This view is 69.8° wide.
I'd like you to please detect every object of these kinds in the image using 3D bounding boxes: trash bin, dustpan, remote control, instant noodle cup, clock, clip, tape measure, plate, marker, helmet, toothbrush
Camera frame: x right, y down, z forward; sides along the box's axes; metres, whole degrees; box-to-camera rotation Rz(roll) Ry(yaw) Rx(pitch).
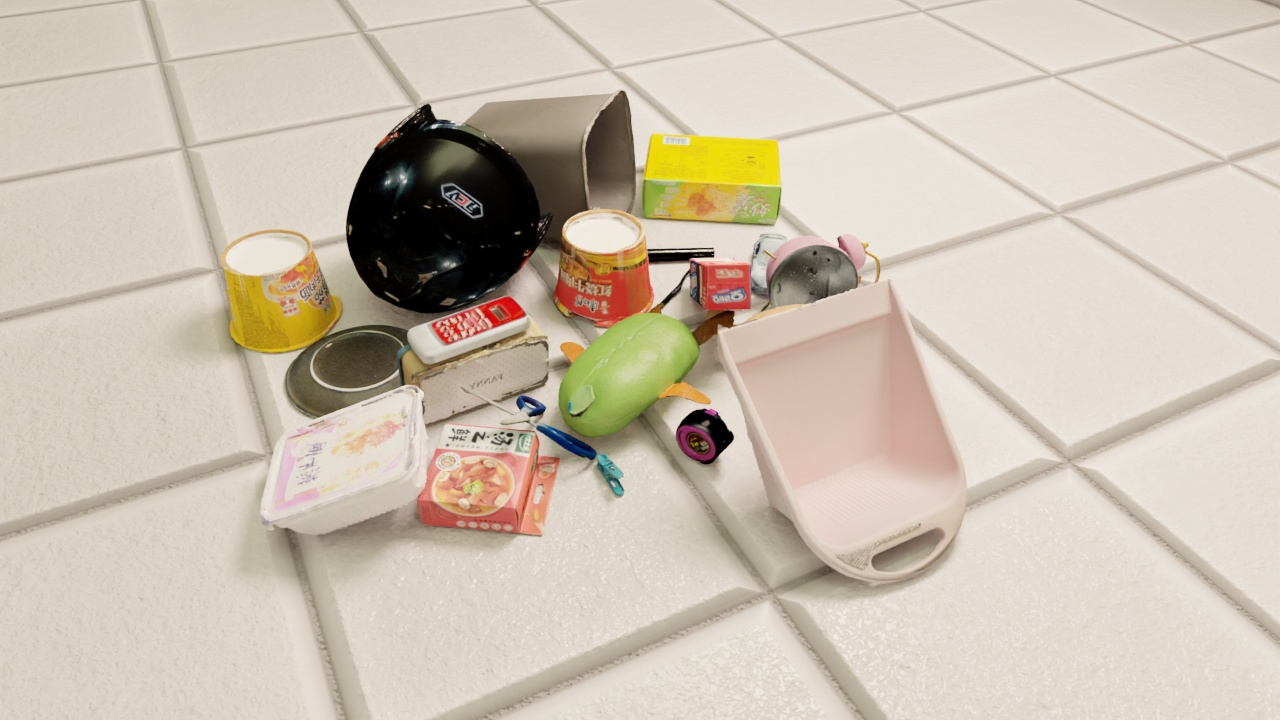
[{"bbox_3d":[-0.138,-0.283,1.350,0.220,0.199,0.198,6,38,17],"label":"trash bin"},{"bbox_3d":[0.224,0.072,0.923,0.222,0.273,0.139,-20,20,-19],"label":"dustpan"},{"bbox_3d":[-0.193,-0.036,1.040,0.135,0.020,0.056,-22,49,-27],"label":"remote control"},{"bbox_3d":[-0.291,0.111,0.939,0.173,0.060,0.137,-21,40,9],"label":"instant noodle cup"},{"bbox_3d":[0.238,-0.108,1.202,0.158,0.117,0.059,-4,29,-3],"label":"clock"},{"bbox_3d":[-0.048,-0.130,1.222,0.138,0.109,0.137,1,40,-1],"label":"instant noodle cup"},{"bbox_3d":[-0.033,0.121,0.995,0.013,0.038,0.055,-16,34,-21],"label":"clip"},{"bbox_3d":[0.070,0.082,1.015,0.058,0.057,0.039,39,48,6],"label":"tape measure"},{"bbox_3d":[-0.464,-0.095,1.170,0.138,0.110,0.137,1,39,-1],"label":"instant noodle cup"},{"bbox_3d":[-0.343,0.007,1.120,0.179,0.024,0.179,1,40,-1],"label":"plate"},{"bbox_3d":[0.041,-0.151,1.318,0.132,0.020,0.022,-2,41,-5],"label":"marker"},{"bbox_3d":[-0.251,-0.182,1.169,0.233,0.275,0.229,39,66,-15],"label":"helmet"},{"bbox_3d":[0.044,-0.089,1.250,0.017,0.014,0.188,30,47,13],"label":"toothbrush"}]

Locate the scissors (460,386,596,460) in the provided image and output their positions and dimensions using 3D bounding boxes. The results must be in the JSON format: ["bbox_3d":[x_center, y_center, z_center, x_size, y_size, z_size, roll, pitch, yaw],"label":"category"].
[{"bbox_3d":[-0.119,0.064,1.002,0.176,0.012,0.162,31,7,-14],"label":"scissors"}]

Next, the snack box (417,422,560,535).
[{"bbox_3d":[-0.157,0.123,0.970,0.127,0.044,0.113,4,41,3],"label":"snack box"}]

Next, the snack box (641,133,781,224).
[{"bbox_3d":[0.112,-0.287,1.440,0.210,0.070,0.157,4,40,3],"label":"snack box"}]

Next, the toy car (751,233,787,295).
[{"bbox_3d":[0.183,-0.136,1.293,0.054,0.037,0.120,7,44,6],"label":"toy car"}]

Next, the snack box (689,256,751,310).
[{"bbox_3d":[0.099,-0.100,1.159,0.058,0.057,0.207,-2,9,-2],"label":"snack box"}]

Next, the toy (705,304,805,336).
[{"bbox_3d":[0.193,-0.023,1.125,0.226,0.083,0.143,20,34,25],"label":"toy"}]

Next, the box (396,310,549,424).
[{"bbox_3d":[-0.197,0.009,1.070,0.184,0.090,0.059,-16,47,-25],"label":"box"}]

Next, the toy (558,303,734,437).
[{"bbox_3d":[-0.006,0.006,1.077,0.227,0.090,0.246,17,44,38],"label":"toy"}]
